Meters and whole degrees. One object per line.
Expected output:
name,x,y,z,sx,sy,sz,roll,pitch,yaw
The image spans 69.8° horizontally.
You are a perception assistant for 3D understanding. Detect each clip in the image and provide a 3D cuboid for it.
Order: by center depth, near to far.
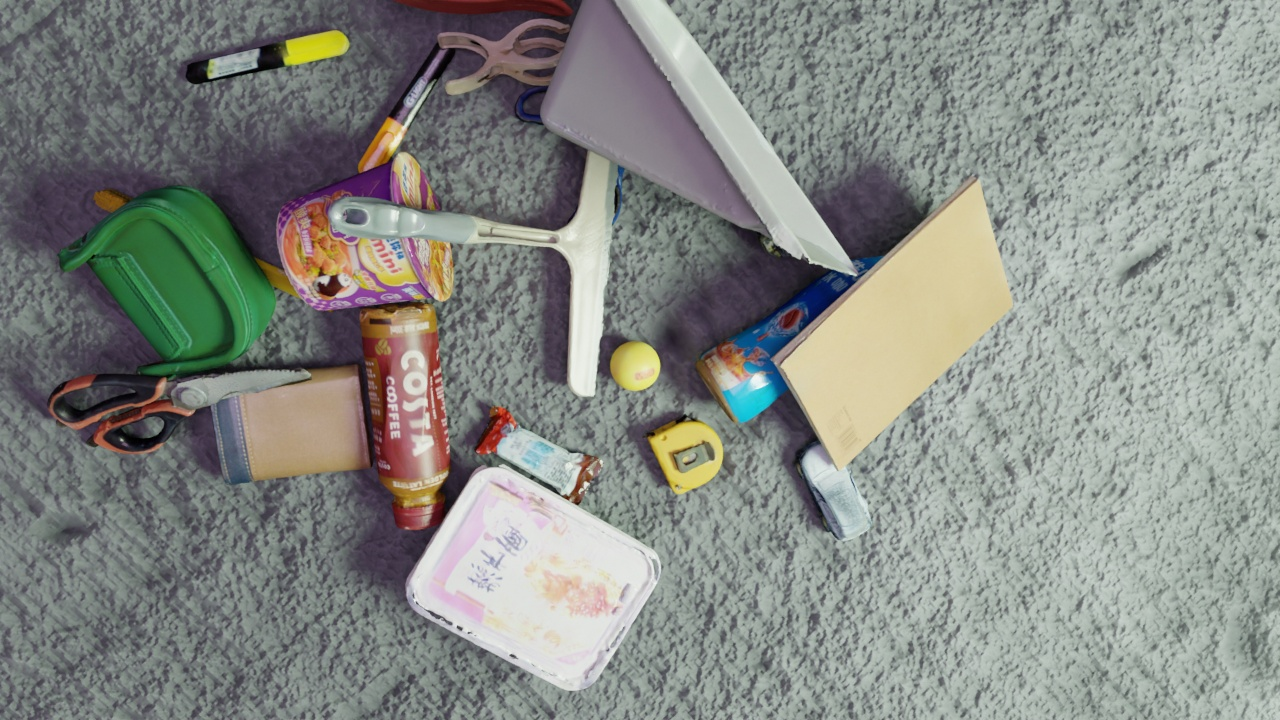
clip,-0.100,-0.230,0.692,0.100,0.035,0.076,-11,80,-6

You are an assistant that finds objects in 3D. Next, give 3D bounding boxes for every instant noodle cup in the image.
instant noodle cup,-0.203,-0.087,0.676,0.099,0.111,0.111,-14,100,4
instant noodle cup,-0.086,0.171,0.749,0.173,0.060,0.138,31,94,-9

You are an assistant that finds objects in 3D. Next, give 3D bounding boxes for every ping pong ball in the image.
ping pong ball,-0.004,0.004,0.741,0.040,0.040,0.040,-1,99,-6

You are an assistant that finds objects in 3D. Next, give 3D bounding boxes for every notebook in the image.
notebook,0.208,-0.022,0.726,0.211,0.012,0.149,-42,131,-7

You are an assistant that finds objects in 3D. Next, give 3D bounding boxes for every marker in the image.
marker,-0.281,-0.227,0.690,0.124,0.015,0.018,-13,99,-1
marker,-0.180,-0.193,0.705,0.018,0.015,0.124,33,92,-16

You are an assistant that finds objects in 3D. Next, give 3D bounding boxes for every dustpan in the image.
dustpan,0.048,-0.179,0.615,0.258,0.222,0.143,29,102,17

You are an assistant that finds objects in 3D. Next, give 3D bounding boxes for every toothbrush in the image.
toothbrush,-0.324,-0.084,0.705,0.190,0.016,0.016,26,96,-9

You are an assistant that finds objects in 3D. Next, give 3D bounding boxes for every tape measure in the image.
tape measure,0.040,0.077,0.763,0.057,0.029,0.060,-26,101,-2

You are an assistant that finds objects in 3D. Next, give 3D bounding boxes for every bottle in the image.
bottle,-0.181,0.044,0.719,0.057,0.057,0.175,-5,99,-5
bottle,0.150,-0.032,0.740,0.218,0.065,0.065,-33,101,-1

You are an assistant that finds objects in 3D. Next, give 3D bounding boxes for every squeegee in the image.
squeegee,-0.116,-0.091,0.648,0.246,0.039,0.246,-2,101,-49

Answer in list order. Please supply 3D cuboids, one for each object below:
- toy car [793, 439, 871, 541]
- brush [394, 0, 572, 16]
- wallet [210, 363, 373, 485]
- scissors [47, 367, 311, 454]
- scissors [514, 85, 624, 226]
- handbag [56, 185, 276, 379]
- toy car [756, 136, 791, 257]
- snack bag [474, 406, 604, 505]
toy car,0.165,0.111,0.780,0.043,0.034,0.090,-26,99,1
brush,-0.117,-0.289,0.673,0.145,0.063,0.069,4,86,-9
wallet,-0.274,0.049,0.724,0.115,0.033,0.090,-6,102,-6
scissors,-0.334,0.037,0.685,0.210,0.015,0.177,16,132,-9
scissors,-0.020,-0.175,0.726,0.162,0.012,0.176,26,93,-10
handbag,-0.345,-0.052,0.672,0.120,0.068,0.131,-26,111,10
toy car,0.100,-0.133,0.735,0.049,0.031,0.105,-33,97,0
snack bag,-0.084,0.078,0.751,0.105,0.026,0.045,30,85,-11
